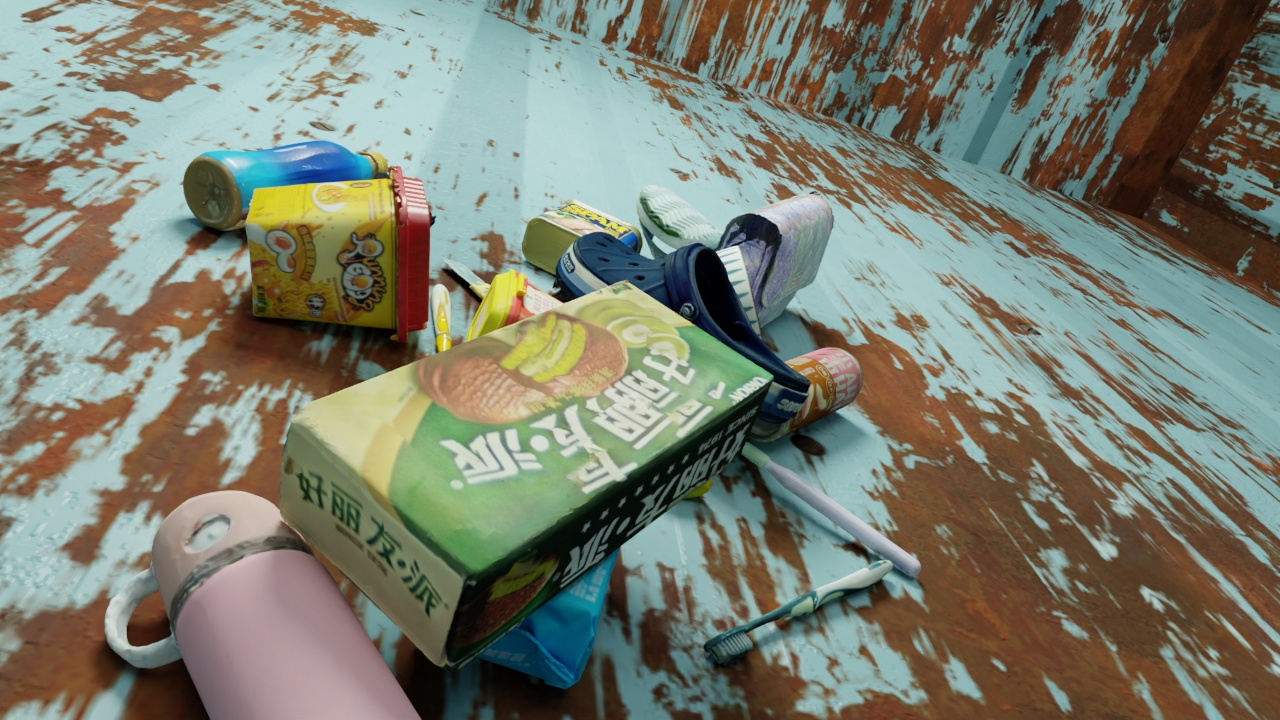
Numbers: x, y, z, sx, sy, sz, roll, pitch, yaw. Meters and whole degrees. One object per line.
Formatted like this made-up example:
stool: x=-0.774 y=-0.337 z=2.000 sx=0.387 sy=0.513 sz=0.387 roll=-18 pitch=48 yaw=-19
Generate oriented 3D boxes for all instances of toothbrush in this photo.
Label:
toothbrush: x=-0.153 y=-0.021 z=0.716 sx=0.016 sy=0.018 sz=0.191 roll=12 pitch=26 yaw=-20
toothbrush: x=0.123 y=0.094 z=0.669 sx=0.189 sy=0.029 sz=0.021 roll=38 pitch=74 yaw=17
toothbrush: x=0.106 y=0.151 z=0.564 sx=0.191 sy=0.016 sz=0.018 roll=-7 pitch=46 yaw=-44

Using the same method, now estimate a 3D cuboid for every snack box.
snack box: x=-0.084 y=-0.015 z=0.687 sx=0.080 sy=0.082 sz=0.091 roll=24 pitch=22 yaw=-16
snack box: x=-0.043 y=0.039 z=0.458 sx=0.114 sy=0.063 sz=0.239 roll=35 pitch=35 yaw=23

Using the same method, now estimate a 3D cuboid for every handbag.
handbag: x=0.137 y=-0.103 z=0.963 sx=0.075 sy=0.134 sz=0.193 roll=28 pitch=27 yaw=17

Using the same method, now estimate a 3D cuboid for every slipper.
slipper: x=0.053 y=-0.124 z=1.001 sx=0.104 sy=0.074 sz=0.245 roll=44 pitch=12 yaw=19
slipper: x=0.032 y=-0.045 z=0.719 sx=0.253 sy=0.095 sz=0.105 roll=38 pitch=11 yaw=33

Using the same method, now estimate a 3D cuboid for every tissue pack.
tissue pack: x=-0.055 y=0.100 z=0.481 sx=0.090 sy=0.063 sz=0.139 roll=19 pitch=32 yaw=1

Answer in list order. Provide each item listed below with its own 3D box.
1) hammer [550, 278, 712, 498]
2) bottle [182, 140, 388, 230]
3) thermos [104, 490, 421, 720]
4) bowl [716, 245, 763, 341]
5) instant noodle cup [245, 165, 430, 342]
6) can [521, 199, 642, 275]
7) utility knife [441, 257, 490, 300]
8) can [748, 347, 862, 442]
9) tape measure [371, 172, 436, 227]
hammer: x=-0.004 y=0.004 z=0.762 sx=0.126 sy=0.032 sz=0.323 roll=12 pitch=26 yaw=-17
bottle: x=-0.310 y=-0.167 z=0.841 sx=0.065 sy=0.065 sz=0.218 roll=27 pitch=26 yaw=14
thermos: x=-0.145 y=0.134 z=0.361 sx=0.087 sy=0.067 sz=0.198 roll=-33 pitch=51 yaw=-24
bowl: x=0.069 y=-0.038 z=0.818 sx=0.066 sy=0.116 sz=0.116 roll=-13 pitch=27 yaw=5
instant noodle cup: x=-0.225 y=-0.081 z=0.689 sx=0.123 sy=0.116 sz=0.116 roll=-1 pitch=31 yaw=-17
can: x=-0.060 y=-0.118 z=0.941 sx=0.102 sy=0.057 sz=0.083 roll=26 pitch=27 yaw=11
utility knife: x=-0.116 y=-0.042 z=0.799 sx=0.198 sy=0.021 sz=0.030 roll=34 pitch=22 yaw=36
can: x=0.137 y=0.027 z=0.789 sx=0.058 sy=0.058 sz=0.147 roll=34 pitch=28 yaw=27
tape measure: x=-0.226 y=-0.123 z=0.814 sx=0.065 sy=0.066 sz=0.033 roll=40 pitch=20 yaw=-25
